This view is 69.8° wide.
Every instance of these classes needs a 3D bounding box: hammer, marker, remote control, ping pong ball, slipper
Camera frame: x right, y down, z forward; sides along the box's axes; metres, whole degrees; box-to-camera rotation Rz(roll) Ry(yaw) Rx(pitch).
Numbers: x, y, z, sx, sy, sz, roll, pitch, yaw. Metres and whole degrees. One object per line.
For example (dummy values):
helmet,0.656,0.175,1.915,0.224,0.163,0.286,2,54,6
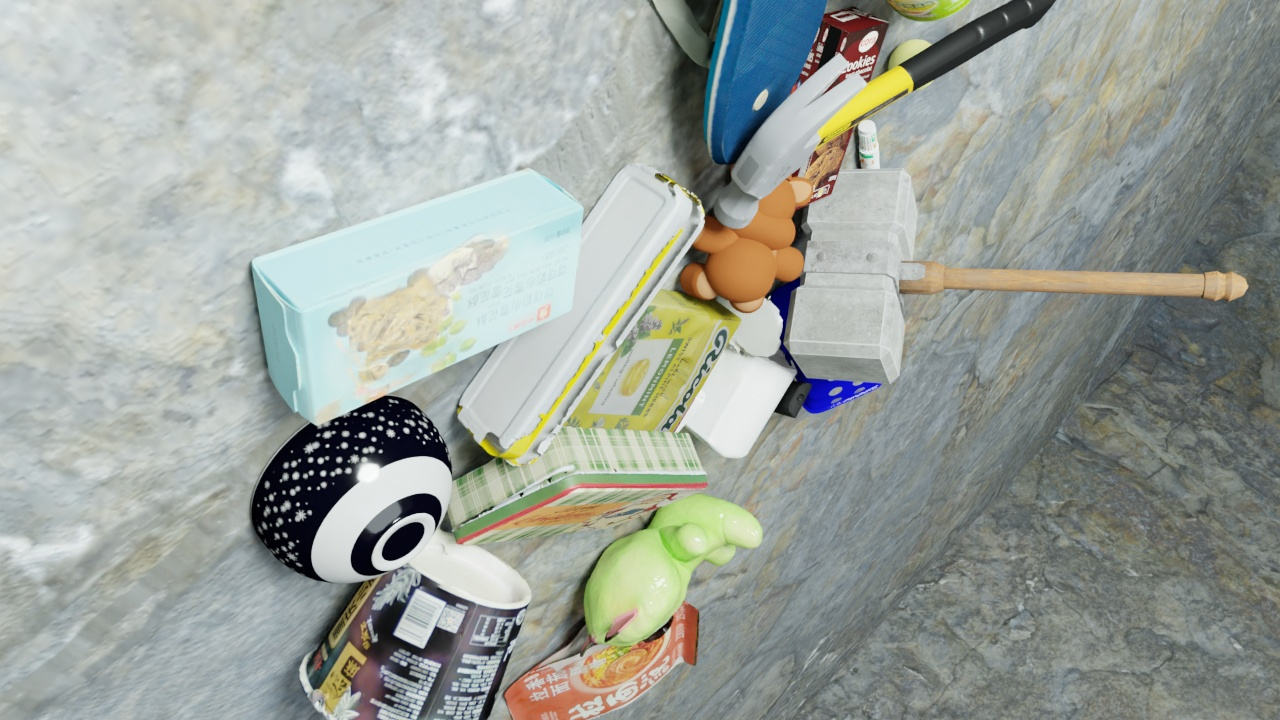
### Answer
hammer,0.190,-0.201,0.646,0.322,0.029,0.127,-33,168,-24
marker,0.210,-0.167,0.833,0.017,0.017,0.145,-47,152,-7
marker,0.015,0.074,0.805,0.134,0.020,0.017,-51,-174,25
hammer,0.284,-0.062,0.714,0.083,0.318,0.162,41,57,-62
remote control,0.131,0.032,0.868,0.033,0.015,0.147,-62,-174,-2
ping pong ball,0.221,-0.239,0.742,0.040,0.040,0.040,-35,148,-27
slipper,0.061,-0.227,0.505,0.118,0.060,0.295,-46,161,-16

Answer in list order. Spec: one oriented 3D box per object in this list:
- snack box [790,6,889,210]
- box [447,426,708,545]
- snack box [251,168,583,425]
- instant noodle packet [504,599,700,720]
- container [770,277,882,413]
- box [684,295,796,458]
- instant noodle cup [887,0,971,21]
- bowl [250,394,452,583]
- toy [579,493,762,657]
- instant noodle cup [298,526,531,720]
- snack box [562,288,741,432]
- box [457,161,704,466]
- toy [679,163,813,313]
snack box,0.137,-0.187,0.690,0.050,0.032,0.141,-27,144,-37
box,-0.043,0.096,0.699,0.118,0.051,0.205,-30,159,23
snack box,-0.111,-0.038,0.487,0.174,0.053,0.075,-27,144,-36
instant noodle packet,-0.048,0.336,1.027,0.220,0.084,0.165,-26,145,-19
container,0.176,-0.020,0.870,0.084,0.085,0.114,-24,147,-1
box,0.085,0.008,0.796,0.125,0.084,0.156,16,109,-53
instant noodle cup,0.187,-0.277,0.602,0.099,0.099,0.107,-57,159,11
bowl,-0.159,0.088,0.548,0.120,0.066,0.120,-35,148,-27
toy,0.016,0.207,0.917,0.196,0.107,0.150,-26,167,-23
instant noodle cup,-0.143,0.186,0.628,0.112,0.137,0.137,-62,151,3
snack box,-0.004,0.004,0.696,0.180,0.045,0.121,4,120,-57
box,-0.039,-0.028,0.588,0.210,0.064,0.037,-55,146,7
toy,0.082,-0.101,0.689,0.095,0.065,0.128,17,96,-17
